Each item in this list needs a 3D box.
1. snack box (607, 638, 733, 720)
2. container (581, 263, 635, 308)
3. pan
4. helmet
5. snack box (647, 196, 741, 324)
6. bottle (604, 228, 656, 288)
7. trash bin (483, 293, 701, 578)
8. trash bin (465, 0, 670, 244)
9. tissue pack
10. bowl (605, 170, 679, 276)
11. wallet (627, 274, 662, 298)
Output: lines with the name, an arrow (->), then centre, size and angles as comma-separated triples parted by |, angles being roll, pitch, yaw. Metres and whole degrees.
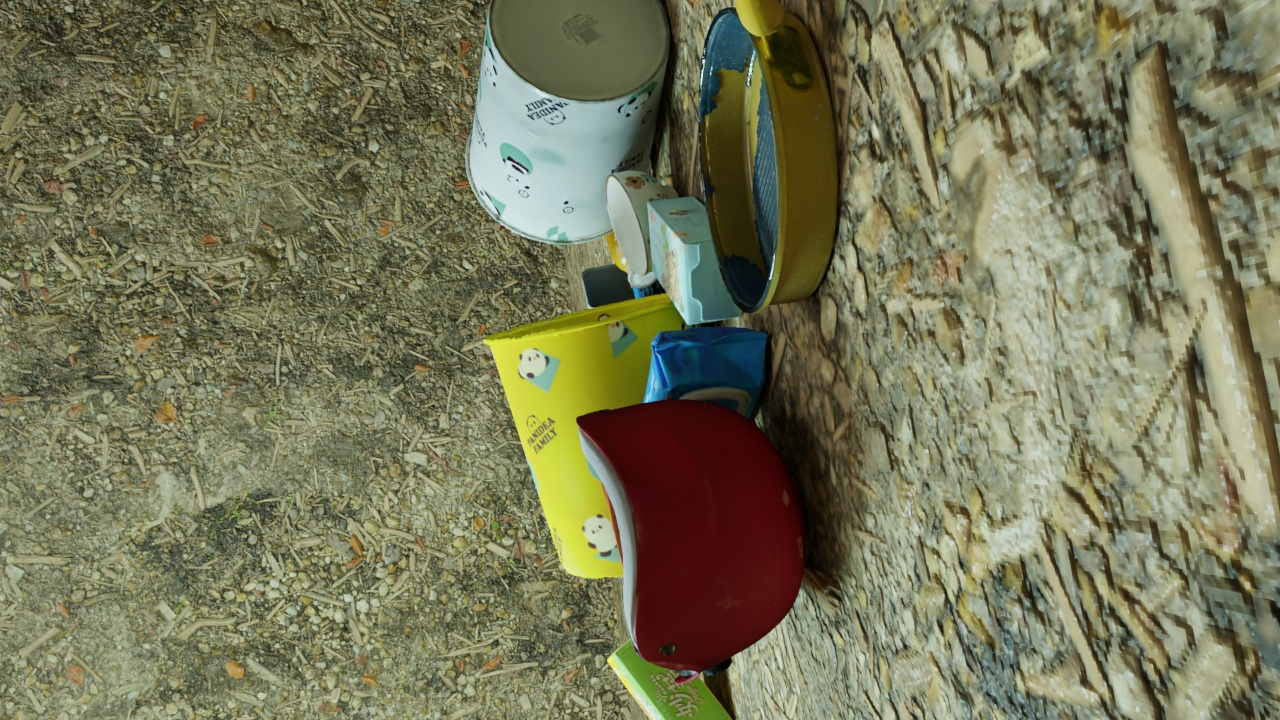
snack box -> 0.033, 0.429, 1.197 | 0.157, 0.070, 0.210 | 51, 164, 13
container -> -0.033, -0.070, 1.351 | 0.114, 0.090, 0.090 | 86, 173, -46
pan -> 0.065, -0.167, 0.538 | 0.358, 0.078, 0.197 | 96, 164, -61
helmet -> 0.054, 0.129, 0.711 | 0.240, 0.144, 0.206 | 65, -174, -65
snack box -> 0.047, -0.097, 0.848 | 0.174, 0.051, 0.074 | -116, 19, -66
bottle -> -0.014, -0.171, 1.166 | 0.068, 0.068, 0.189 | 91, 169, -50
trash bin -> -0.023, 0.073, 0.961 | 0.229, 0.229, 0.255 | -147, 44, -80
trash bin -> -0.081, -0.289, 1.019 | 0.252, 0.229, 0.229 | 114, 147, -68
tissue pack -> 0.053, 0.024, 0.772 | 0.157, 0.095, 0.052 | 97, 166, -60
bowl -> 0.011, -0.153, 0.988 | 0.113, 0.062, 0.113 | 160, 91, -79
wallet -> 0.004, -0.105, 1.229 | 0.106, 0.040, 0.133 | 84, 173, -51
